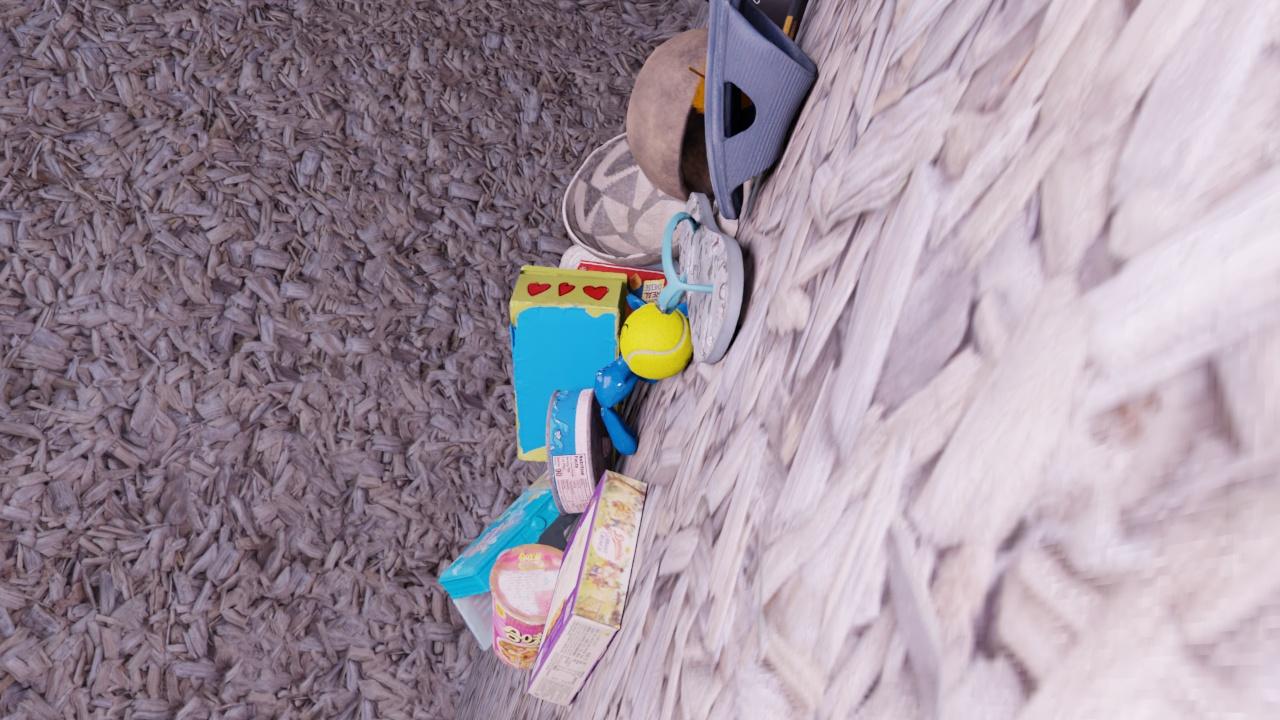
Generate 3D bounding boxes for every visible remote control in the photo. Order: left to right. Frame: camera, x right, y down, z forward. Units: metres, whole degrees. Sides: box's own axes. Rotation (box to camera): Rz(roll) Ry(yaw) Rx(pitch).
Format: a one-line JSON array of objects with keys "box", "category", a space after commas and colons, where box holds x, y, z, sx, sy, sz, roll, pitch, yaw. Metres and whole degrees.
[{"box": [0.077, -0.135, 0.849, 0.125, 0.018, 0.038, -78, 10, -56], "category": "remote control"}]

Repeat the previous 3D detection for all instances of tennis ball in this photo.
[{"box": [0.015, -0.017, 0.798, 0.065, 0.065, 0.065, -162, 92, -84], "category": "tennis ball"}]

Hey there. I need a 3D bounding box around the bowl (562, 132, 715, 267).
[{"box": [0.011, -0.165, 0.994, 0.081, 0.179, 0.178, 55, -134, -55], "category": "bowl"}]

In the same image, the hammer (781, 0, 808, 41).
[{"box": [0.144, -0.327, 0.810, 0.123, 0.036, 0.321, -113, 41, -80], "category": "hammer"}]

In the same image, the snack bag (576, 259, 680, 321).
[{"box": [-0.034, -0.051, 1.065, 0.144, 0.130, 0.039, -66, 33, 33], "category": "snack bag"}]

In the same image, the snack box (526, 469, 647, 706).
[{"box": [-0.045, 0.193, 0.780, 0.147, 0.040, 0.144, -77, 9, -46], "category": "snack box"}]

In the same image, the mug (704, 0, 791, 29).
[{"box": [0.127, -0.406, 0.933, 0.078, 0.088, 0.114, -81, 13, -61], "category": "mug"}]

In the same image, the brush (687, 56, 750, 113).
[{"box": [0.064, -0.234, 0.782, 0.126, 0.017, 0.048, -4, -67, -62], "category": "brush"}]

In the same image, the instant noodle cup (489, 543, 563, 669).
[{"box": [-0.114, 0.264, 0.961, 0.097, 0.097, 0.109, -78, 2, -51], "category": "instant noodle cup"}]

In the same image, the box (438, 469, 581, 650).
[{"box": [-0.135, 0.208, 1.083, 0.226, 0.086, 0.170, -44, -22, -38], "category": "box"}]

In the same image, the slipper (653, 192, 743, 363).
[{"box": [0.037, -0.072, 0.751, 0.268, 0.054, 0.098, -96, 13, -67], "category": "slipper"}]

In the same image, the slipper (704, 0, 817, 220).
[{"box": [0.093, -0.239, 0.699, 0.101, 0.082, 0.264, -70, -20, -63], "category": "slipper"}]

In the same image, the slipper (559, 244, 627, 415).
[{"box": [-0.067, -0.015, 1.134, 0.054, 0.114, 0.273, -98, 14, -68], "category": "slipper"}]

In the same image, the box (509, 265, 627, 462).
[{"box": [-0.079, 0.008, 1.027, 0.082, 0.124, 0.221, -82, -6, -57], "category": "box"}]

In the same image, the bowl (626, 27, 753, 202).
[{"box": [0.047, -0.236, 0.869, 0.161, 0.070, 0.162, -48, -28, -36], "category": "bowl"}]

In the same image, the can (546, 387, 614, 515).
[{"box": [-0.060, 0.093, 0.949, 0.130, 0.044, 0.130, -3, -91, -82], "category": "can"}]

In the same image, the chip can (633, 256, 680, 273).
[{"box": [0.043, -0.205, 1.098, 0.075, 0.075, 0.214, 125, 163, -68], "category": "chip can"}]

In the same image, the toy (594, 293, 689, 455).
[{"box": [-0.005, 0.005, 0.915, 0.112, 0.071, 0.176, -118, 47, -67], "category": "toy"}]

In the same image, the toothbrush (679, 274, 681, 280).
[{"box": [0.039, -0.071, 0.981, 0.022, 0.017, 0.135, -75, 7, -61], "category": "toothbrush"}]
